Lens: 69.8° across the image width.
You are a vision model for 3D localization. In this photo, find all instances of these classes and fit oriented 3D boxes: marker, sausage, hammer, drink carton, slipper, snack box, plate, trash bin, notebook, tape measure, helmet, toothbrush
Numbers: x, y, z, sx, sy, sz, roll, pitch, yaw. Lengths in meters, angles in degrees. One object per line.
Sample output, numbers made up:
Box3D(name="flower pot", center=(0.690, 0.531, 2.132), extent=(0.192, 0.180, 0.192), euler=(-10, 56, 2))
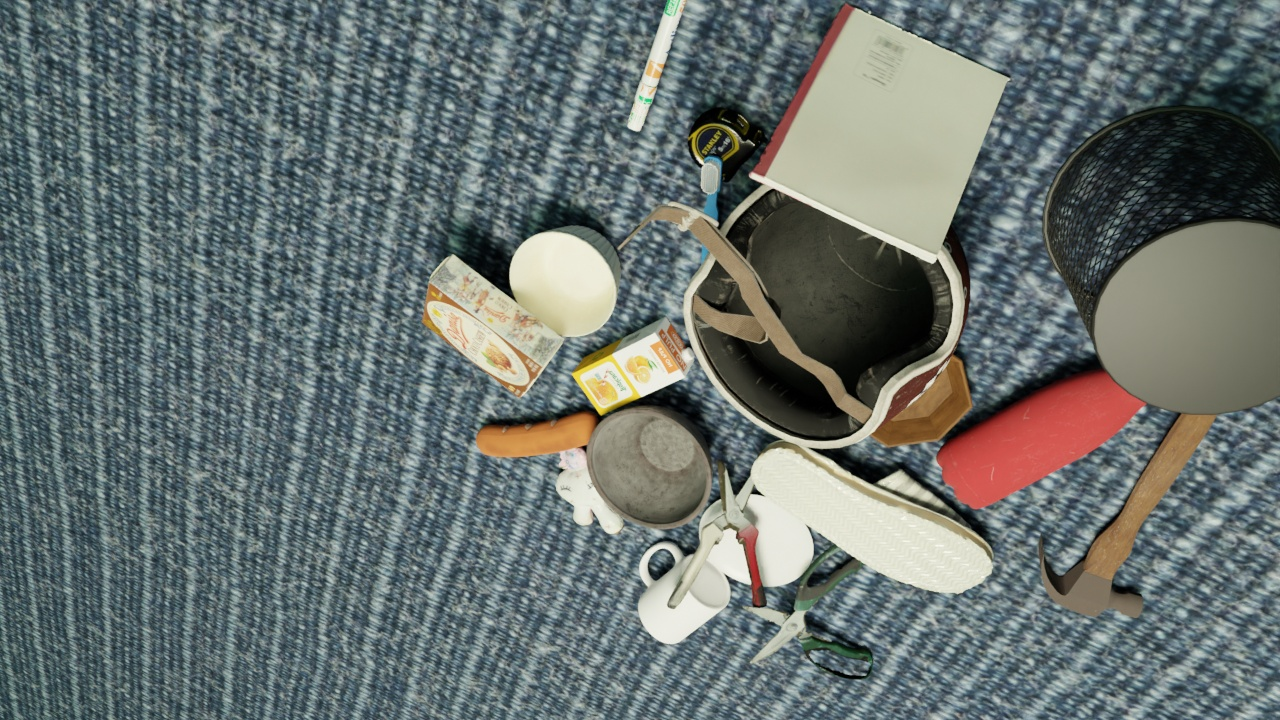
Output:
Box3D(name="marker", center=(0.017, -0.278, 0.836), extent=(0.017, 0.017, 0.146), euler=(25, 124, 5))
Box3D(name="sausage", center=(-0.123, 0.090, 1.082), extent=(0.164, 0.044, 0.039), euler=(-9, 150, 25))
Box3D(name="hammer", center=(0.488, 0.124, 0.883), extent=(0.115, 0.033, 0.324), euler=(19, 122, 8))
Box3D(name="drink carton", center=(-0.006, 0.006, 0.992), extent=(0.123, 0.040, 0.058), euler=(-26, 107, 30))
Box3D(name="slipper", center=(0.245, 0.161, 0.979), extent=(0.272, 0.053, 0.115), euler=(27, 128, -1))
Box3D(name="snack box", center=(-0.164, -0.033, 0.987), extent=(0.147, 0.041, 0.143), euler=(38, 158, -4))
Box3D(name="plate", center=(0.135, 0.208, 1.073), extent=(0.135, 0.011, 0.135), euler=(9, 121, 15))
Box3D(name="trash bin", center=(0.409, -0.073, 0.690), extent=(0.184, 0.209, 0.184), euler=(9, 121, 15))
Box3D(name="notebook", center=(0.193, -0.186, 0.722), extent=(0.153, 0.208, 0.012), euler=(27, 153, 5))
Box3D(name="tape measure", center=(0.075, -0.203, 0.846), extent=(0.061, 0.034, 0.062), euler=(37, 138, -11))
Box3D(name="helmet", center=(0.147, -0.048, 0.776), extent=(0.233, 0.252, 0.234), euler=(35, 152, 17))
Box3D(name="toothbrush", center=(0.066, -0.122, 0.890), extent=(0.016, 0.014, 0.167), euler=(15, 134, 17))
Box3D(name="plate", center=(0.260, 0.025, 0.913), extent=(0.131, 0.025, 0.131), euler=(9, 121, 15))

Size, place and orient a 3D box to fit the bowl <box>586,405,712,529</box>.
Box3D(name="bowl", center=(0.019, 0.108, 1.019), extent=(0.145, 0.067, 0.145), euler=(9, 115, 20))

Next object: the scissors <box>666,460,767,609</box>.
Box3D(name="scissors", center=(0.094, 0.212, 1.036), extent=(0.179, 0.015, 0.198), euler=(-33, 111, -2))

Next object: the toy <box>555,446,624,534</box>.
Box3D(name="toy", center=(-0.066, 0.155, 1.102), extent=(0.079, 0.037, 0.123), euler=(-7, 113, 33))

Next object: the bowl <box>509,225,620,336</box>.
Box3D(name="bowl", center=(-0.070, -0.089, 0.949), extent=(0.115, 0.062, 0.115), euler=(9, 121, 16))

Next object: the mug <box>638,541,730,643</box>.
Box3D(name="mug", center=(0.042, 0.275, 1.117), extent=(0.110, 0.073, 0.091), euler=(54, 126, 17))

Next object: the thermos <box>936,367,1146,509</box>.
Box3D(name="thermos", center=(0.393, 0.056, 0.853), extent=(0.073, 0.073, 0.241), euler=(46, 123, -9))

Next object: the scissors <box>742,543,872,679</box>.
Box3D(name="scissors", center=(0.222, 0.306, 1.076), extent=(0.205, 0.015, 0.202), euler=(35, 108, -21))
